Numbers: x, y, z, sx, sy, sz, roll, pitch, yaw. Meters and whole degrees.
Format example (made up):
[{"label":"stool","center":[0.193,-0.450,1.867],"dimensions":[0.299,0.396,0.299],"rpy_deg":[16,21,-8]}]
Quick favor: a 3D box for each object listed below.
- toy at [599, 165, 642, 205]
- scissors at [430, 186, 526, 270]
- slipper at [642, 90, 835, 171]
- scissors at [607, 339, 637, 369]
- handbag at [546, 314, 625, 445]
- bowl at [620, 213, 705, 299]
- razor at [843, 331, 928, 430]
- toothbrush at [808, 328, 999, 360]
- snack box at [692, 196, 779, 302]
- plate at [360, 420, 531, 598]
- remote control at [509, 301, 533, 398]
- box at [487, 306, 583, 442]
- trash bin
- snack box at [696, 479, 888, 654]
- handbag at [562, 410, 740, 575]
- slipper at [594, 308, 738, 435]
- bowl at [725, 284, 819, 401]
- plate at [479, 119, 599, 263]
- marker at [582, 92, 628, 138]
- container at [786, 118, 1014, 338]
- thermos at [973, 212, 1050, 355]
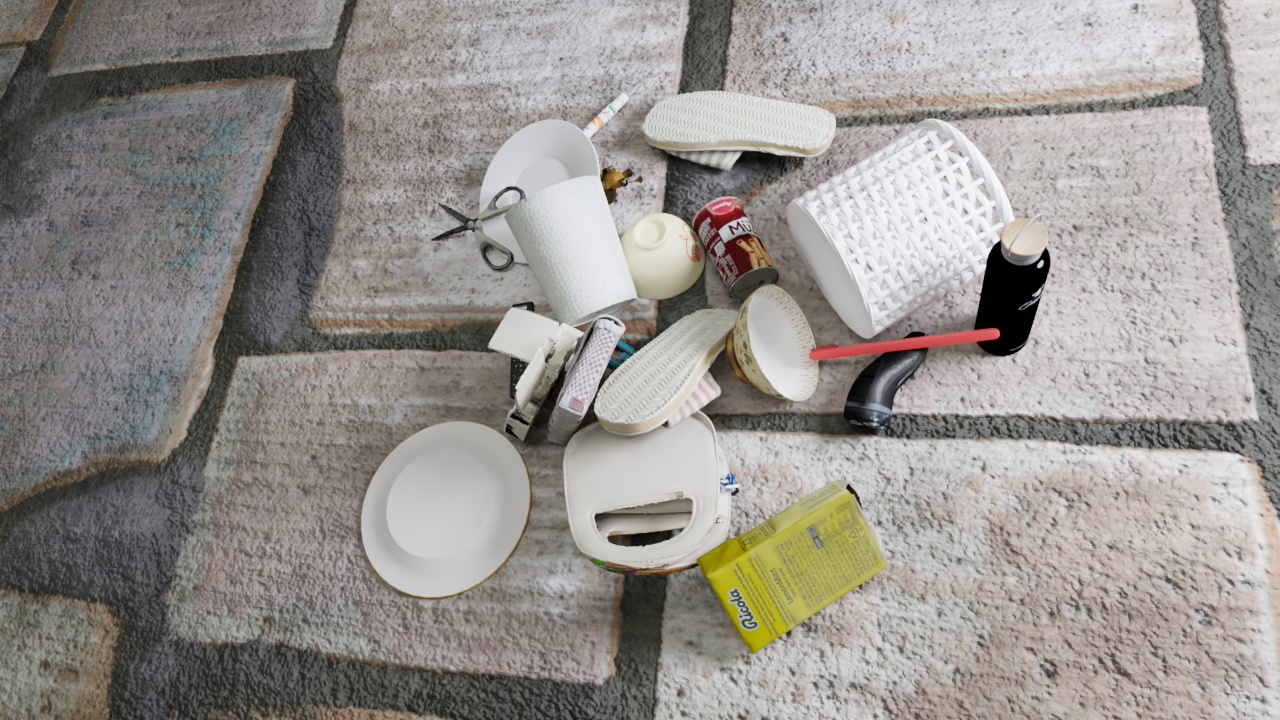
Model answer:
[{"label":"toy","center":[-0.045,-0.245,1.272],"dimensions":[0.100,0.062,0.076],"rpy_deg":[-7,43,32]},{"label":"scissors","center":[-0.227,-0.192,1.313],"dimensions":[0.171,0.012,0.157],"rpy_deg":[-35,68,17]},{"label":"slipper","center":[0.134,-0.316,1.265],"dimensions":[0.273,0.054,0.114],"rpy_deg":[9,64,24]},{"label":"scissors","center":[-0.011,0.010,1.169],"dimensions":[0.139,0.019,0.136],"rpy_deg":[-18,64,5]},{"label":"handbag","center":[-0.072,0.025,1.087],"dimensions":[0.047,0.186,0.124],"rpy_deg":[24,71,-3]},{"label":"bowl","center":[0.021,-0.149,1.204],"dimensions":[0.118,0.074,0.117],"rpy_deg":[-6,64,12]},{"label":"razor","center":[0.292,0.024,1.064],"dimensions":[0.140,0.064,0.053],"rpy_deg":[-45,20,-18]},{"label":"toothbrush","center":[0.299,-0.021,1.055],"dimensions":[0.213,0.012,0.017],"rpy_deg":[-7,32,24]},{"label":"snack box","center":[0.122,-0.142,1.175],"dimensions":[0.072,0.072,0.121],"rpy_deg":[-25,61,2]},{"label":"plate","center":[-0.248,0.180,1.149],"dimensions":[0.230,0.021,0.229],"rpy_deg":[-6,64,12]},{"label":"remote control","center":[-0.158,-0.016,1.225],"dimensions":[0.030,0.009,0.139],"rpy_deg":[-8,63,11]},{"label":"box","center":[-0.142,-0.001,1.101],"dimensions":[0.099,0.184,0.143],"rpy_deg":[29,68,-2]},{"label":"trash bin","center":[-0.082,-0.133,1.173],"dimensions":[0.133,0.133,0.161],"rpy_deg":[-23,88,4]},{"label":"snack box","center":[0.163,0.213,0.969],"dimensions":[0.181,0.121,0.045],"rpy_deg":[-31,23,-2]},{"label":"handbag","center":[0.012,0.159,1.037],"dimensions":[0.201,0.093,0.199],"rpy_deg":[-10,45,10]},{"label":"slipper","center":[0.043,0.016,1.082],"dimensions":[0.115,0.052,0.262],"rpy_deg":[7,34,32]},{"label":"bowl","center":[0.147,-0.013,1.086],"dimensions":[0.063,0.145,0.145],"rpy_deg":[-21,57,39]},{"label":"plate","center":[-0.142,-0.237,1.293],"dimensions":[0.209,0.015,0.208],"rpy_deg":[-6,78,30]},{"label":"marker","center":[-0.072,-0.342,1.355],"dimensions":[0.145,0.017,0.017],"rpy_deg":[-46,62,-8]},{"label":"container","center":[0.297,-0.150,1.064],"dimensions":[0.187,0.189,0.189],"rpy_deg":[-31,61,1]},{"label":"thermos","center":[0.397,-0.081,0.978],"dimensions":[0.061,0.231,0.061],"rpy_deg":[-6,63,12]}]
